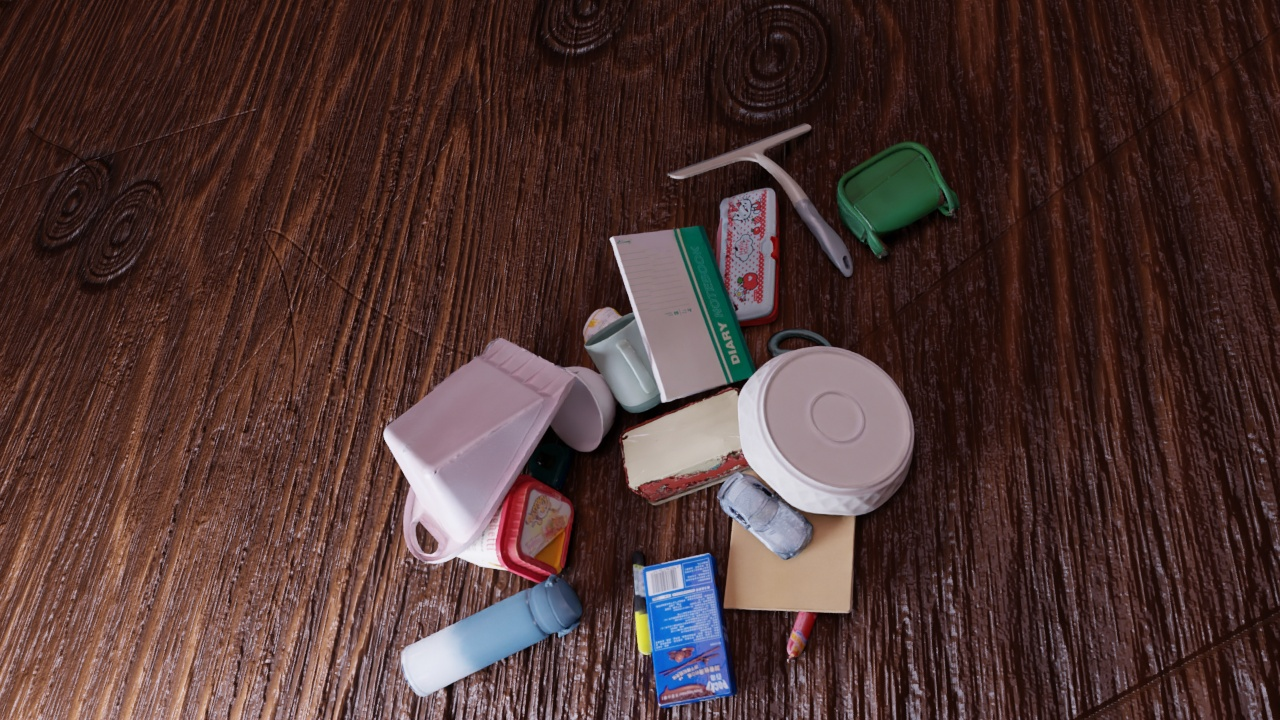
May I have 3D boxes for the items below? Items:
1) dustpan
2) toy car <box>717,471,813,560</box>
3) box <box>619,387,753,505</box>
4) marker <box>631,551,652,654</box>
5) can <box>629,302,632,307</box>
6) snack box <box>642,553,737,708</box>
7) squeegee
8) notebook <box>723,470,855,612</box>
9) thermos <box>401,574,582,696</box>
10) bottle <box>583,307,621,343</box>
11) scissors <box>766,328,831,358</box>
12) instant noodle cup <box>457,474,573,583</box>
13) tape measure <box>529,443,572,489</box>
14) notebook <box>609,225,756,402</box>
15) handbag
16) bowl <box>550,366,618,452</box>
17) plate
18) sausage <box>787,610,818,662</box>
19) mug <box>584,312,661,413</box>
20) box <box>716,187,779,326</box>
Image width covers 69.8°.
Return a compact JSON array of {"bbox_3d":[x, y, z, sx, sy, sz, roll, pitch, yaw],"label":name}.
[{"bbox_3d":[-0.205,0.115,1.158,0.273,0.139,0.223,-35,30,-17],"label":"dustpan"},{"bbox_3d":[0.140,0.174,1.041,0.054,0.037,0.120,-49,52,-4],"label":"toy car"},{"bbox_3d":[0.061,0.103,1.097,0.169,0.079,0.091,-23,57,18],"label":"box"},{"bbox_3d":[0.002,0.282,1.077,0.018,0.015,0.124,-15,56,14],"label":"marker"},{"bbox_3d":[0.041,-0.057,1.204,0.075,0.075,0.111,-34,55,2],"label":"can"},{"bbox_3d":[0.054,0.303,1.035,0.085,0.026,0.157,-16,59,15],"label":"snack box"},{"bbox_3d":[0.204,-0.209,1.207,0.246,0.039,0.246,-25,67,-25],"label":"squeegee"},{"bbox_3d":[0.173,0.182,1.045,0.148,0.008,0.207,-6,59,28],"label":"notebook"},{"bbox_3d":[-0.176,0.329,1.097,0.220,0.070,0.070,-26,56,8],"label":"thermos"},{"bbox_3d":[-0.022,-0.023,1.221,0.108,0.063,0.063,33,79,18],"label":"bottle"},{"bbox_3d":[0.210,0.017,1.128,0.174,0.019,0.177,-15,58,17],"label":"scissors"},{"bbox_3d":[-0.164,0.209,1.134,0.124,0.116,0.116,-8,60,33],"label":"instant noodle cup"},{"bbox_3d":[-0.119,0.136,1.197,0.055,0.025,0.058,11,72,29],"label":"tape measure"},{"bbox_3d":[0.055,-0.063,1.133,0.012,0.150,0.209,-29,78,54],"label":"notebook"},{"bbox_3d":[0.324,-0.204,1.174,0.131,0.068,0.120,-29,64,5],"label":"handbag"},{"bbox_3d":[-0.068,0.052,1.189,0.118,0.118,0.064,30,42,32],"label":"bowl"},{"bbox_3d":[0.213,0.070,1.028,0.205,0.046,0.204,3,64,-7],"label":"plate"},{"bbox_3d":[0.191,0.257,1.006,0.020,0.020,0.155,14,70,28],"label":"sausage"},{"bbox_3d":[-0.007,0.007,1.133,0.082,0.106,0.112,-31,12,-4],"label":"mug"},{"bbox_3d":[0.142,-0.140,1.222,0.087,0.048,0.200,-6,62,20],"label":"box"}]
